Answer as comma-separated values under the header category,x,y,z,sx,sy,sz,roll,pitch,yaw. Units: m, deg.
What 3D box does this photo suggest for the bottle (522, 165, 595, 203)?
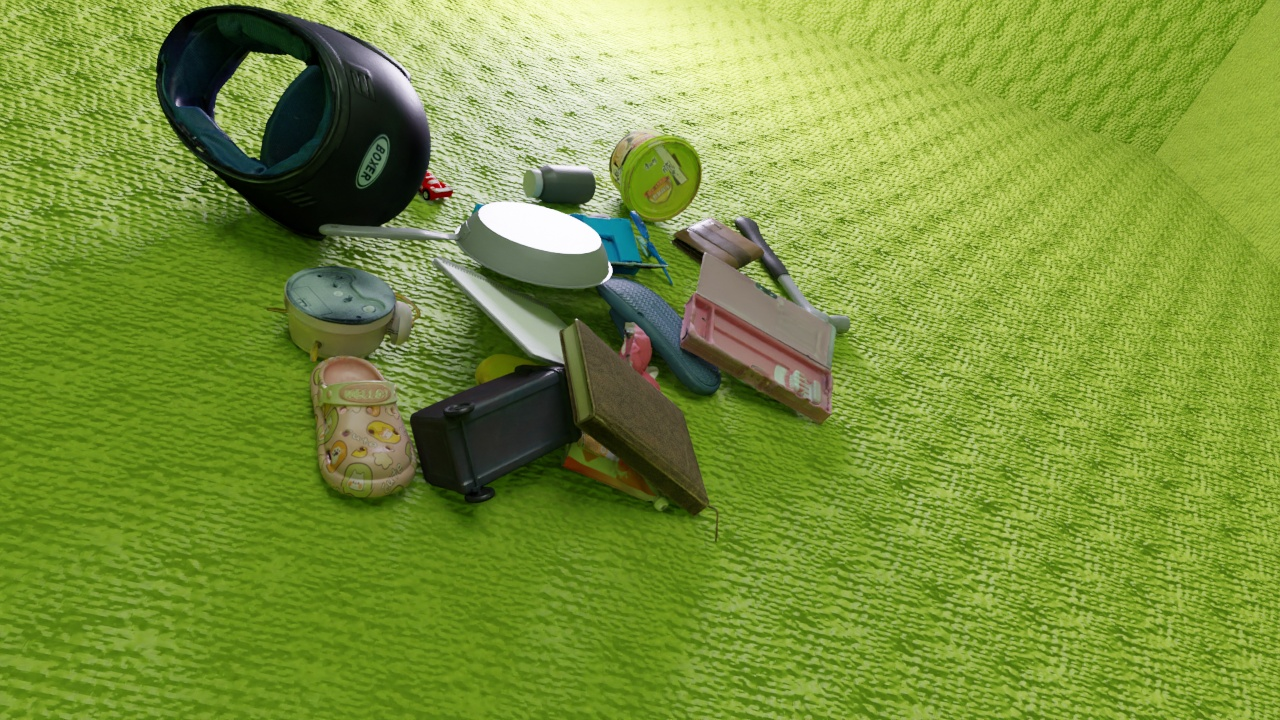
category,x,y,z,sx,sy,sz,roll,pitch,yaw
bottle,-0.128,-0.278,1.448,0.108,0.060,0.060,-6,44,-35

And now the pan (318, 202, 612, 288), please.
category,x,y,z,sx,sy,sz,roll,pitch,yaw
pan,-0.203,-0.153,1.120,0.356,0.051,0.200,7,28,-22

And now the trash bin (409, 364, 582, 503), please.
category,x,y,z,sx,sy,sz,roll,pitch,yaw
trash bin,-0.140,0.066,0.932,0.092,0.094,0.160,4,20,44

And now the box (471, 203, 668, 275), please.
category,x,y,z,sx,sy,sz,roll,pitch,yaw
box,-0.103,-0.150,1.288,0.243,0.071,0.170,1,31,-28

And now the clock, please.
category,x,y,z,sx,sy,sz,roll,pitch,yaw
clock,-0.323,-0.056,1.033,0.157,0.059,0.117,-18,47,-44

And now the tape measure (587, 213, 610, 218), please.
category,x,y,z,sx,sy,sz,roll,pitch,yaw
tape measure,-0.057,-0.203,1.426,0.065,0.017,0.064,40,37,23

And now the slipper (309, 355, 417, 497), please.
category,x,y,z,sx,sy,sz,roll,pitch,yaw
slipper,-0.273,0.047,0.911,0.093,0.082,0.197,2,38,-30

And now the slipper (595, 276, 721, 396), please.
category,x,y,z,sx,sy,sz,roll,pitch,yaw
slipper,0.022,-0.032,1.209,0.213,0.059,0.103,46,31,8

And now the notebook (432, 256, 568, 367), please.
category,x,y,z,sx,sy,sz,roll,pitch,yaw
notebook,-0.120,-0.038,1.071,0.178,0.013,0.245,42,9,25

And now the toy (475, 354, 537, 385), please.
category,x,y,z,sx,sy,sz,roll,pitch,yaw
toy,-0.143,0.026,1.049,0.095,0.041,0.094,42,34,26

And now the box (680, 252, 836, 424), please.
category,x,y,z,sx,sy,sz,roll,pitch,yaw
box,0.164,-0.030,1.243,0.232,0.039,0.178,29,44,-14

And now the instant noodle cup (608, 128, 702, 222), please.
category,x,y,z,sx,sy,sz,roll,pitch,yaw
instant noodle cup,0.019,-0.311,1.514,0.146,0.146,0.098,0,30,-30

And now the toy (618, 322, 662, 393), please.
category,x,y,z,sx,sy,sz,roll,pitch,yaw
toy,-0.007,0.007,1.139,0.065,0.050,0.102,-55,124,-70

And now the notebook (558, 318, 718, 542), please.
category,x,y,z,sx,sy,sz,roll,pitch,yaw
notebook,0.000,0.078,0.972,0.215,0.034,0.190,42,22,-40

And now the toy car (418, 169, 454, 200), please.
category,x,y,z,sx,sy,sz,roll,pitch,yaw
toy car,-0.316,-0.264,1.352,0.089,0.025,0.038,41,38,25

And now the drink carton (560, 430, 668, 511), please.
category,x,y,z,sx,sy,sz,roll,pitch,yaw
drink carton,-0.023,0.118,1.005,0.122,0.039,0.069,24,33,-9

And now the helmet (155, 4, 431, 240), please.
category,x,y,z,sx,sy,sz,roll,pitch,yaw
helmet,-0.411,-0.290,1.151,0.316,0.249,0.235,29,5,18

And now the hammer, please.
category,x,y,z,sx,sy,sz,roll,pitch,yaw
hammer,0.223,-0.148,1.504,0.124,0.030,0.310,4,38,-26

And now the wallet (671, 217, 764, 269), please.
category,x,y,z,sx,sy,sz,roll,pitch,yaw
wallet,0.124,-0.185,1.484,0.121,0.027,0.098,37,49,28

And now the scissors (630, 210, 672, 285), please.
category,x,y,z,sx,sy,sz,roll,pitch,yaw
scissors,0.015,-0.167,1.380,0.125,0.015,0.127,61,-3,-5
